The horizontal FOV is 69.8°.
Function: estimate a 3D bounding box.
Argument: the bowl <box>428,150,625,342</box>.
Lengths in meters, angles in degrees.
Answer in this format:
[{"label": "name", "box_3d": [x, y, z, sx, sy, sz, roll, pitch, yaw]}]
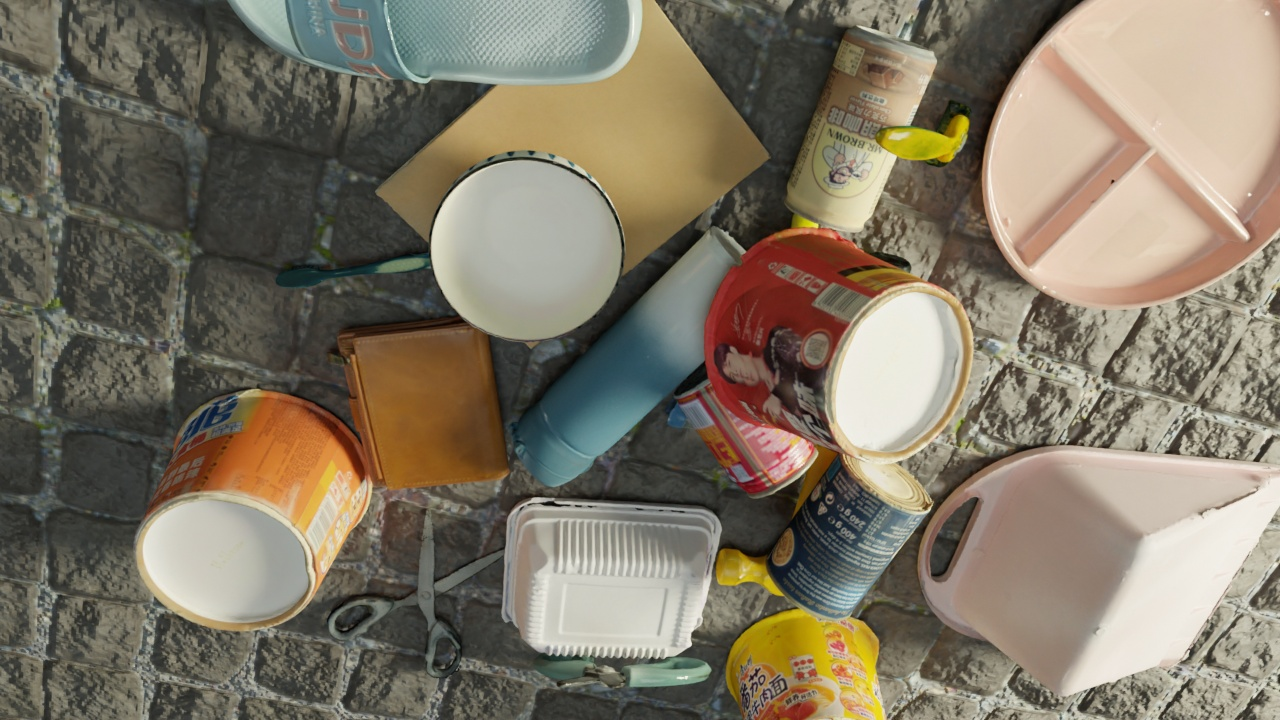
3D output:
[{"label": "bowl", "box_3d": [-0.070, -0.076, 0.571, 0.116, 0.066, 0.117, -2, 115, -4]}]

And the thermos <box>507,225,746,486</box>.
[{"label": "thermos", "box_3d": [-0.004, 0.004, 0.646, 0.070, 0.070, 0.221, 39, 110, -20]}]

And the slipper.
[{"label": "slipper", "box_3d": [-0.121, -0.204, 0.513, 0.245, 0.074, 0.104, 9, 113, -1]}]

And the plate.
[{"label": "plate", "box_3d": [0.337, -0.142, 0.605, 0.229, 0.028, 0.230, -1, 117, -2]}]

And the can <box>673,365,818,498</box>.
[{"label": "can", "box_3d": [0.076, 0.044, 0.654, 0.067, 0.066, 0.094, -34, 95, 14]}]

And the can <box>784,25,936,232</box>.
[{"label": "can", "box_3d": [0.136, -0.144, 0.576, 0.058, 0.058, 0.116, 14, 117, -10]}]

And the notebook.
[{"label": "notebook", "box_3d": [-0.042, -0.121, 0.596, 0.212, 0.012, 0.149, -38, 112, 12]}]

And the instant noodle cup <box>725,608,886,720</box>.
[{"label": "instant noodle cup", "box_3d": [0.147, 0.299, 0.783, 0.138, 0.109, 0.138, -1, 117, -3]}]

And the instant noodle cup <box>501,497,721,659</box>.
[{"label": "instant noodle cup", "box_3d": [-0.023, 0.183, 0.739, 0.173, 0.060, 0.138, 3, 118, -8]}]

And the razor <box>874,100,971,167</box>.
[{"label": "razor", "box_3d": [0.172, -0.134, 0.555, 0.028, 0.132, 0.043, 36, 119, 23]}]

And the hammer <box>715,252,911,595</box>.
[{"label": "hammer", "box_3d": [0.148, 0.062, 0.701, 0.128, 0.032, 0.301, 7, 118, -7]}]

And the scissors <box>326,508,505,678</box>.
[{"label": "scissors", "box_3d": [-0.178, 0.201, 0.769, 0.180, 0.014, 0.159, -24, 116, 8]}]

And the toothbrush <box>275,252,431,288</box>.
[{"label": "toothbrush", "box_3d": [-0.153, -0.069, 0.627, 0.191, 0.018, 0.016, -8, 117, -1]}]

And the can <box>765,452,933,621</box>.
[{"label": "can", "box_3d": [0.152, 0.125, 0.673, 0.075, 0.075, 0.111, 22, 114, -14]}]

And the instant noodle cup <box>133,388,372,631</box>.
[{"label": "instant noodle cup", "box_3d": [-0.280, 0.112, 0.660, 0.151, 0.111, 0.151, -1, 118, -3]}]

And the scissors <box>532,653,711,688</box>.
[{"label": "scissors", "box_3d": [-0.034, 0.251, 0.743, 0.179, 0.019, 0.172, -5, 167, 36]}]

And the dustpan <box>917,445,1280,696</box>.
[{"label": "dustpan", "box_3d": [0.382, 0.160, 0.779, 0.272, 0.139, 0.223, -4, 121, -33]}]

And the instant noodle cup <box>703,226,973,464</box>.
[{"label": "instant noodle cup", "box_3d": [0.122, -0.005, 0.560, 0.137, 0.108, 0.138, -9, 110, -25]}]

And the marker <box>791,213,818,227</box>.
[{"label": "marker", "box_3d": [0.111, -0.050, 0.651, 0.018, 0.015, 0.124, 0, 121, -2]}]

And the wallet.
[{"label": "wallet", "box_3d": [-0.163, 0.034, 0.668, 0.119, 0.035, 0.131, -4, 117, -1]}]

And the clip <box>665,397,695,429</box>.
[{"label": "clip", "box_3d": [0.048, 0.043, 0.695, 0.058, 0.038, 0.026, 22, 113, -12]}]
